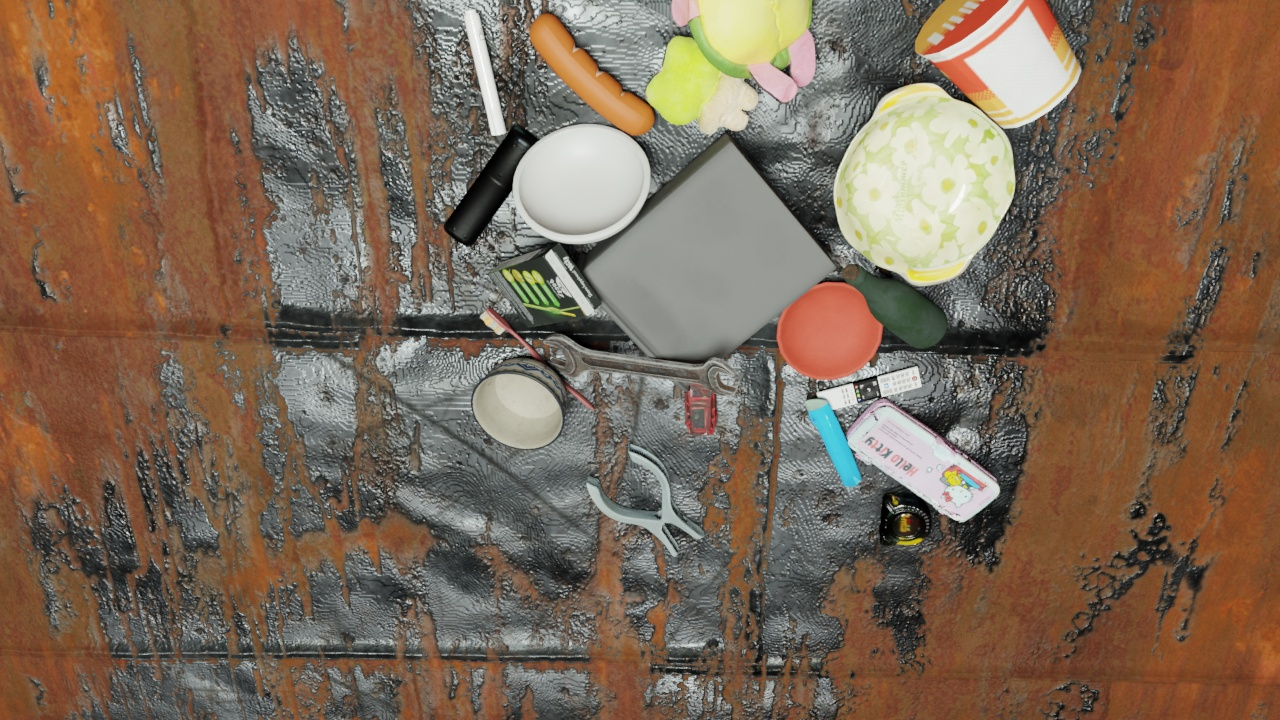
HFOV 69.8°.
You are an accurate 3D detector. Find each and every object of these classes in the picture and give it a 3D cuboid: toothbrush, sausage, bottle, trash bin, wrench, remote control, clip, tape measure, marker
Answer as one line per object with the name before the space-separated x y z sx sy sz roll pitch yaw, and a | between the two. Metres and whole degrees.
toothbrush | -0.123 0.002 1.125 0.016 0.015 0.184 -41 107 20
sausage | -0.053 -0.301 0.979 0.164 0.039 0.044 41 89 -14
bottle | 0.276 -0.066 1.014 0.174 0.055 0.055 25 115 -42
trash bin | 0.071 -0.109 1.026 0.220 0.097 0.192 -39 106 15
wrench | -0.006 0.006 1.036 0.274 0.010 0.070 7 138 38
remote control | 0.279 0.034 1.122 0.124 0.011 0.028 -15 111 9
clip | 0.030 0.167 1.181 0.172 0.029 0.143 37 111 -13
tape measure | 0.341 0.203 1.179 0.063 0.038 0.067 2 110 10
marker | -0.169 -0.310 0.991 0.017 0.020 0.134 1 115 26
remote control | -0.169 -0.195 1.040 0.041 0.020 0.152 36 110 -11

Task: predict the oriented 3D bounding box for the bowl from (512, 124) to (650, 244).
bowl | -0.061 -0.184 0.999 0.149 0.149 0.043 -6 156 5

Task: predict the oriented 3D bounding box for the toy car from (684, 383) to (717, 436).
toy car | 0.073 0.049 1.127 0.042 0.036 0.091 -2 107 4

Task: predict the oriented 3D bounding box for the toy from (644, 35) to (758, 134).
toy | 0.068 -0.287 0.975 0.115 0.046 0.092 26 109 -3

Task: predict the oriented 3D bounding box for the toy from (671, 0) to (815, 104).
toy | 0.101 -0.371 0.915 0.190 0.088 0.238 -38 109 -14

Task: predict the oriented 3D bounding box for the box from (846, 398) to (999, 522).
box | 0.350 0.128 1.140 0.202 0.044 0.086 34 112 -13

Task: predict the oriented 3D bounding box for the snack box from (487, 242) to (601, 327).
snack box | -0.110 -0.081 1.027 0.025 0.148 0.080 -44 110 -26

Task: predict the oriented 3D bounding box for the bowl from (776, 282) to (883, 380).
bowl | 0.220 -0.039 1.081 0.122 0.035 0.122 1 113 2

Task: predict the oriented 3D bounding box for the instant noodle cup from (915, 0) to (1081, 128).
instant noodle cup | 0.365 -0.310 0.921 0.121 0.123 0.124 40 109 -22

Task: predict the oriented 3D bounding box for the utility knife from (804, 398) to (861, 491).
utility knife | 0.243 0.105 1.147 0.031 0.015 0.158 -23 117 9

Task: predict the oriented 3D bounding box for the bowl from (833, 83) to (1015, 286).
bowl | 0.303 -0.193 1.000 0.188 0.060 0.219 -13 111 9

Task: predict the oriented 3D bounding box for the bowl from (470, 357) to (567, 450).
bowl | -0.141 0.045 1.113 0.115 0.059 0.116 6 125 9
